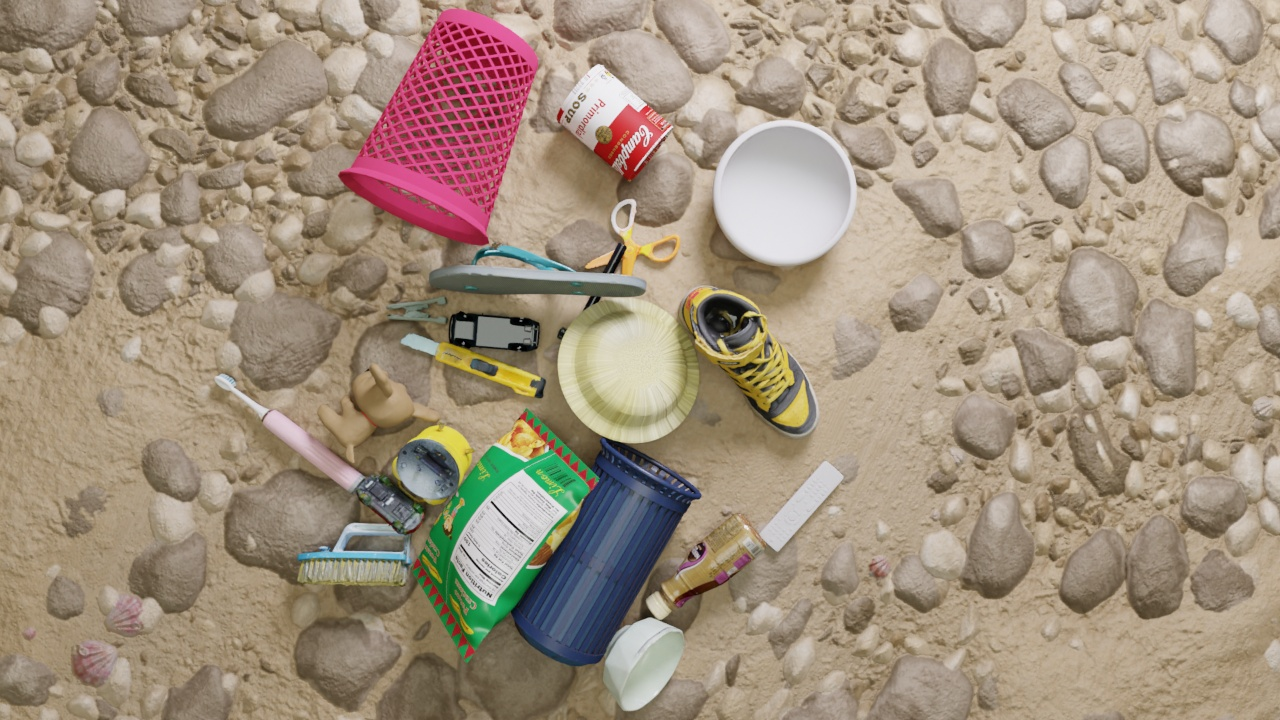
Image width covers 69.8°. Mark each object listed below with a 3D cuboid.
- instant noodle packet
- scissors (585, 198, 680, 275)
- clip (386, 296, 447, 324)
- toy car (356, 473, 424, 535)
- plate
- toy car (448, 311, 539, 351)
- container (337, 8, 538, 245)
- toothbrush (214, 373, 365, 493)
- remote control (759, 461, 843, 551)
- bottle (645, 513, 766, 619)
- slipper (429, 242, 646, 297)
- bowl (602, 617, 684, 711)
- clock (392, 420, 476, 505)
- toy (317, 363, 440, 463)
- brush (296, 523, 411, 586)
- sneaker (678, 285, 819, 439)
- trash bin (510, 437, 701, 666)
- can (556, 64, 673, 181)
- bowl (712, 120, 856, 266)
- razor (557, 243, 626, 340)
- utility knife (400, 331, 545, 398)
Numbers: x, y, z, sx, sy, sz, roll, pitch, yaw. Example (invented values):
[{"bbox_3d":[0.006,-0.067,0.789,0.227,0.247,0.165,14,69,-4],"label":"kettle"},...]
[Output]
[{"bbox_3d":[-0.169,0.198,1.094,0.090,0.195,0.252,36,90,-39],"label":"instant noodle packet"},{"bbox_3d":[-0.014,-0.146,1.163,0.125,0.011,0.128,-21,92,0],"label":"scissors"},{"bbox_3d":[-0.278,-0.054,1.150,0.078,0.023,0.050,-17,91,-4],"label":"clip"},{"bbox_3d":[-0.310,0.180,1.140,0.091,0.036,0.042,34,58,12],"label":"toy car"},{"bbox_3d":[-0.007,0.007,1.122,0.184,0.036,0.184,5,76,-18],"label":"plate"},{"bbox_3d":[-0.182,-0.035,1.148,0.112,0.034,0.046,5,92,-4],"label":"toy car"},{"bbox_3d":[-0.220,-0.277,1.078,0.183,0.183,0.225,22,83,-3],"label":"container"},{"bbox_3d":[-0.439,0.088,1.145,0.222,0.026,0.027,39,110,-3],"label":"toothbrush"},{"bbox_3d":[0.207,0.188,1.183,0.033,0.012,0.131,42,90,-1],"label":"remote control"},{"bbox_3d":[0.079,0.264,1.158,0.166,0.059,0.059,-39,93,1],"label":"bottle"},{"bbox_3d":[-0.126,-0.111,1.105,0.269,0.098,0.054,3,84,7],"label":"slipper"},{"bbox_3d":[-0.005,0.369,1.142,0.061,0.117,0.117,29,90,34],"label":"bowl"},{"bbox_3d":[-0.260,0.133,1.133,0.083,0.057,0.119,40,114,-6],"label":"clock"},{"bbox_3d":[-0.328,0.060,1.120,0.108,0.134,0.105,-39,52,0],"label":"toy"},{"bbox_3d":[-0.357,0.242,1.142,0.136,0.055,0.075,1,70,-3],"label":"brush"},{"bbox_3d":[0.142,0.003,1.120,0.086,0.122,0.238,-44,92,1],"label":"sneaker"},{"bbox_3d":[-0.048,0.235,1.114,0.139,0.139,0.249,30,92,-3],"label":"trash bin"},{"bbox_3d":[-0.032,-0.289,1.120,0.116,0.086,0.086,40,90,-4],"label":"can"},{"bbox_3d":[0.174,-0.204,1.141,0.176,0.066,0.176,0,92,-3],"label":"bowl"},{"bbox_3d":[-0.055,-0.082,1.152,0.043,0.022,0.144,27,96,-4],"label":"razor"},{"bbox_3d":[-0.210,0.005,1.160,0.191,0.018,0.030,20,82,0],"label":"utility knife"}]
